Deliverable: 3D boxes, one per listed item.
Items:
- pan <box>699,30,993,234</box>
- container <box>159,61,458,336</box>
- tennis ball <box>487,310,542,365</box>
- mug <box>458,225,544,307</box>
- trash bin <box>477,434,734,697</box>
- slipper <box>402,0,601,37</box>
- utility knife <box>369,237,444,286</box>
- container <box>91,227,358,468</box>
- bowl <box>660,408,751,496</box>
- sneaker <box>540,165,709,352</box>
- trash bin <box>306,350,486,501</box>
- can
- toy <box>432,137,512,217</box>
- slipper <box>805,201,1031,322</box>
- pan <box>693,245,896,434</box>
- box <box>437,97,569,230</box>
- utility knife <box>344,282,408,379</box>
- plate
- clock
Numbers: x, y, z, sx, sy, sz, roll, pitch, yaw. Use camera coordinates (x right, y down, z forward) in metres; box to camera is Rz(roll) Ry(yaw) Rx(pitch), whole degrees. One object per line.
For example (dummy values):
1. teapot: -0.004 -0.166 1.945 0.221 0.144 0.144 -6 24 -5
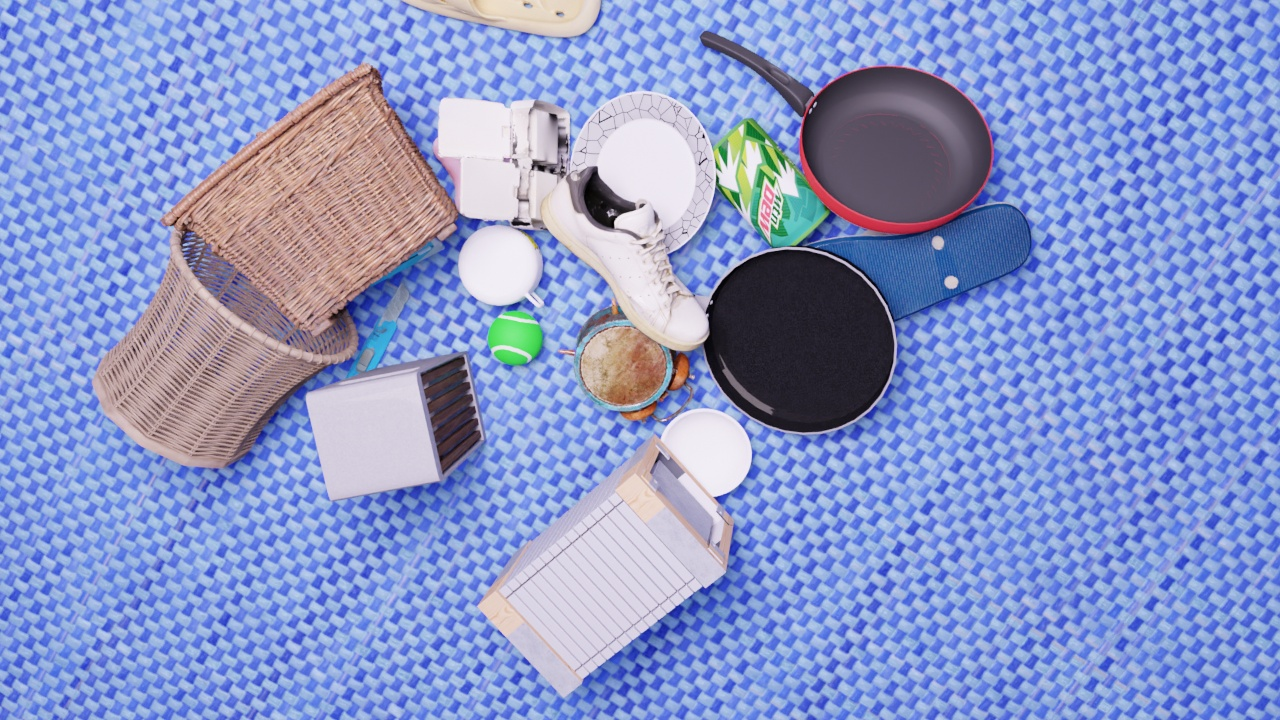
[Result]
1. pan: 0.219 -0.271 1.032 0.356 0.067 0.208 31 71 12
2. container: -0.318 -0.158 0.958 0.250 0.162 0.183 -39 106 -2
3. tennis ball: -0.149 -0.027 1.096 0.065 0.065 0.065 0 96 2
4. mug: -0.157 -0.105 1.085 0.094 0.068 0.115 -44 93 6
5. trash bin: -0.034 0.233 1.062 0.247 0.142 0.142 -42 93 16
6. slipper: -0.173 -0.443 1.044 0.261 0.079 0.111 16 94 0
7. utility knife: -0.293 -0.117 1.118 0.118 0.015 0.022 -29 120 7
8. container: -0.473 -0.012 1.043 0.227 0.226 0.196 43 103 -3
9. bowl: 0.080 0.106 1.111 0.110 0.040 0.110 2 103 9
10. sneaker: 0.000 -0.121 1.012 0.241 0.088 0.103 45 135 -1
11. trash bin: -0.263 0.066 1.029 0.114 0.228 0.114 -11 96 4
12. can: 0.143 -0.199 1.053 0.083 0.083 0.144 -43 93 6
13. toy: -0.192 -0.230 1.081 0.093 0.050 0.102 -25 92 8
14. slipper: 0.300 -0.108 1.070 0.295 0.060 0.118 -16 99 9
15. pan: 0.122 -0.047 1.073 0.356 0.034 0.226 22 118 15
16. box: -0.142 -0.221 1.026 0.066 0.185 0.145 7 96 41
17. utility knife: -0.335 -0.008 1.133 0.031 0.015 0.196 29 96 -6
18. plate: 0.003 -0.213 1.064 0.189 0.016 0.189 6 102 27
19. clock: -0.006 0.007 1.088 0.121 0.073 0.157 -43 105 15
